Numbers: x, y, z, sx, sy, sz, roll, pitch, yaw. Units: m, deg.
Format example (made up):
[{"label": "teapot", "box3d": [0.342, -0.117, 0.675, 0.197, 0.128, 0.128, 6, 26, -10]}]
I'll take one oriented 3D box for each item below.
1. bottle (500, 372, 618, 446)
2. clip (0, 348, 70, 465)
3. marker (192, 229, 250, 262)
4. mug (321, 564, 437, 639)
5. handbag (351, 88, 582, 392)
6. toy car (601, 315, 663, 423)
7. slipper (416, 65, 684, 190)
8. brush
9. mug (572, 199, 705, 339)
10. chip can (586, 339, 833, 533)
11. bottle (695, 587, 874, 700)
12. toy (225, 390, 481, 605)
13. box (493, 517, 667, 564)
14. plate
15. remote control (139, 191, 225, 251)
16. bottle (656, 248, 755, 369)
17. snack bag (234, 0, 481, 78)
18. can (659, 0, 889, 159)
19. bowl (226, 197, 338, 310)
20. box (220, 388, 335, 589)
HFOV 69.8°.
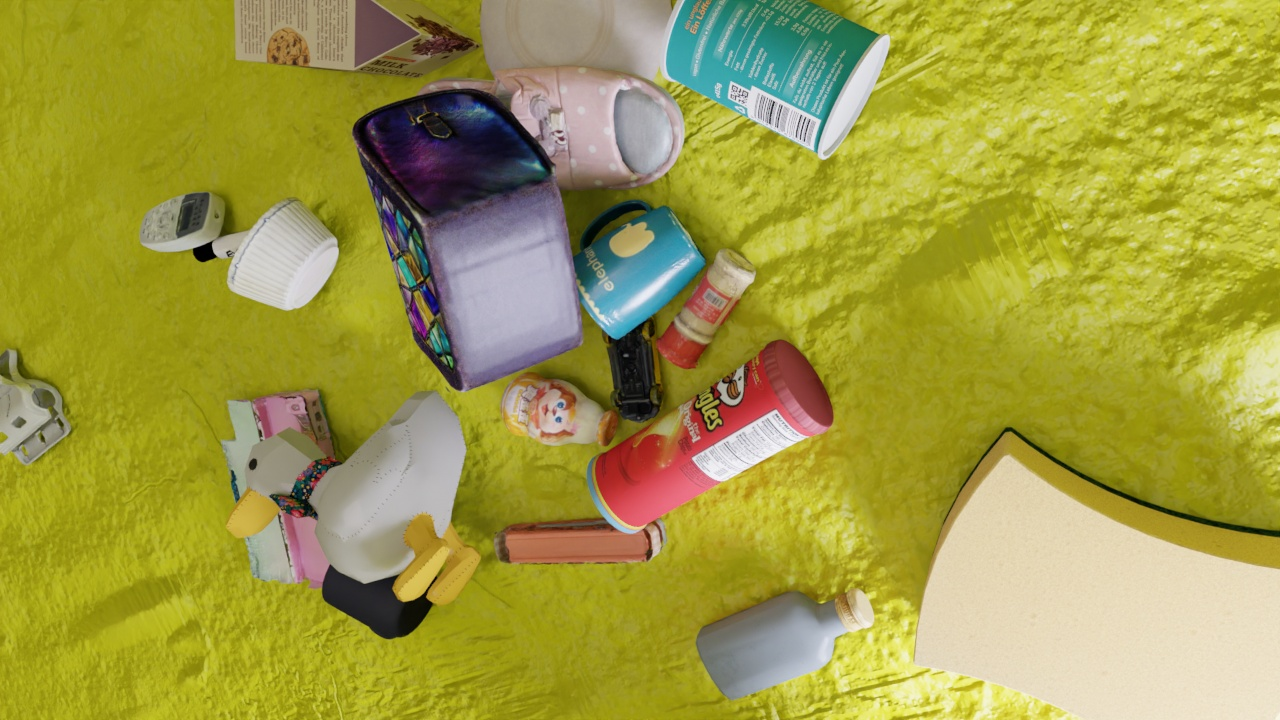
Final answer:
[{"label": "bottle", "box3d": [-0.076, 0.051, 0.872, 0.108, 0.063, 0.063, 14, 107, 19]}, {"label": "clip", "box3d": [-0.823, 0.059, 1.196, 0.125, 0.081, 0.147, -29, 100, 23]}, {"label": "marker", "box3d": [-0.444, -0.128, 1.010, 0.126, 0.025, 0.025, -7, 99, 24]}, {"label": "mug", "box3d": [-0.281, 0.259, 1.000, 0.094, 0.085, 0.122, 23, 125, 17]}, {"label": "handbag", "box3d": [-0.151, -0.105, 0.783, 0.222, 0.125, 0.205, 46, 151, 46]}, {"label": "toy car", "box3d": [-0.005, 0.005, 0.848, 0.049, 0.030, 0.107, -4, 94, 23]}, {"label": "slipper", "box3d": [-0.092, -0.202, 0.809, 0.275, 0.054, 0.114, 8, 125, 25]}, {"label": "brush", "box3d": [0.355, 0.187, 0.710, 0.250, 0.075, 0.195, 22, 110, 17]}, {"label": "mug", "box3d": [-0.007, -0.092, 0.803, 0.104, 0.084, 0.112, -34, 56, 11]}, {"label": "chip can", "box3d": [0.057, 0.071, 0.807, 0.214, 0.086, 0.087, -34, 88, 27]}, {"label": "bottle", "box3d": [0.134, 0.251, 0.837, 0.162, 0.046, 0.072, -31, 89, 26]}, {"label": "toy", "box3d": [-0.280, 0.134, 0.932, 0.267, 0.141, 0.246, 37, 85, 22]}, {"label": "box", "box3d": [-0.066, 0.181, 0.909, 0.187, 0.053, 0.058, -9, 130, 26]}, {"label": "plate", "box3d": [-0.066, -0.300, 0.805, 0.189, 0.027, 0.189, 5, 104, 22]}, {"label": "remote control", "box3d": [-0.510, -0.153, 1.020, 0.114, 0.028, 0.060, -5, 72, 26]}, {"label": "bottle", "box3d": [0.058, -0.045, 0.804, 0.044, 0.044, 0.109, 38, 113, 11]}, {"label": "snack bag", "box3d": [-0.261, -0.304, 0.851, 0.206, 0.094, 0.070, 11, 106, 21]}, {"label": "can", "box3d": [0.102, -0.233, 0.709, 0.144, 0.099, 0.099, 31, 112, 14]}, {"label": "bowl", "box3d": [-0.357, -0.102, 0.937, 0.062, 0.115, 0.115, 33, 113, -3]}, {"label": "box", "box3d": [-0.411, 0.151, 1.054, 0.159, 0.035, 0.230, -5, 100, 24]}]
